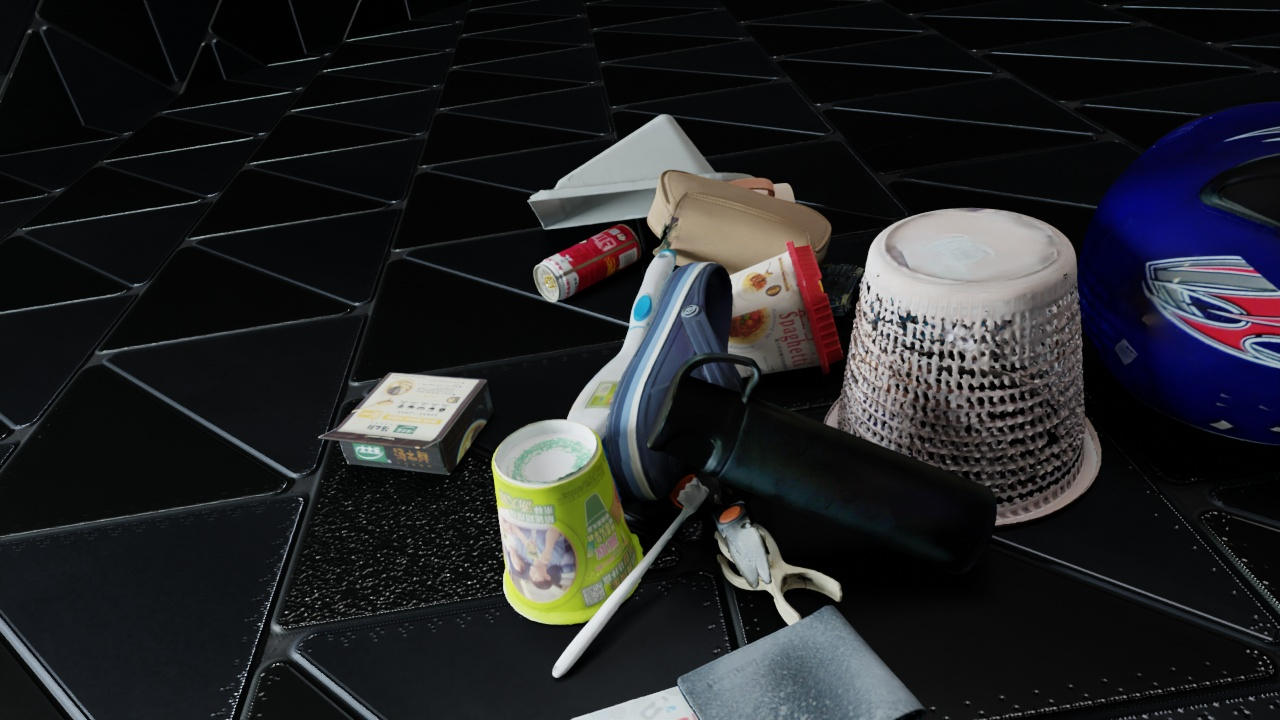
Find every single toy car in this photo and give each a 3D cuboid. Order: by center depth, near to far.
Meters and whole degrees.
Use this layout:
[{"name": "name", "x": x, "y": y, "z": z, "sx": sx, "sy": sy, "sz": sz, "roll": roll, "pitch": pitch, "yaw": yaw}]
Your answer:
[{"name": "toy car", "x": 0.214, "y": -0.076, "z": 1.014, "sx": 0.049, "sy": 0.031, "sz": 0.105, "roll": 8, "pitch": 34, "yaw": 25}]

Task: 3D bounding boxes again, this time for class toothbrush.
[{"name": "toothbrush", "x": -0.007, "y": 0.156, "z": 0.671, "sx": 0.179, "sy": 0.016, "sz": 0.016, "roll": -49, "pitch": 15, "yaw": -24}]

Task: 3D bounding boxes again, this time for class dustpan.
[{"name": "dustpan", "x": 0.010, "y": -0.207, "z": 1.192, "sx": 0.258, "sy": 0.142, "sz": 0.222, "roll": -36, "pitch": 0, "yaw": -1}]

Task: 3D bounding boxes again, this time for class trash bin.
[{"name": "trash bin", "x": 0.261, "y": -0.009, "z": 0.747, "sx": 0.227, "sy": 0.192, "sz": 0.227, "roll": -6, "pitch": 32, "yaw": 4}]

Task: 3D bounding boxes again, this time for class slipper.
[{"name": "slipper", "x": 0.048, "y": 0.017, "z": 0.786, "sx": 0.095, "sy": 0.105, "sz": 0.252, "roll": -2, "pitch": 47, "yaw": 26}]

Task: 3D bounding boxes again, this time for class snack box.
[{"name": "snack box", "x": 0.041, "y": 0.238, "z": 0.562, "sx": 0.156, "sy": 0.027, "sz": 0.084, "roll": -15, "pitch": 33, "yaw": -9}, {"name": "snack box", "x": -0.220, "y": 0.061, "z": 0.880, "sx": 0.113, "sy": 0.053, "sz": 0.125, "roll": 4, "pitch": 35, "yaw": 18}]

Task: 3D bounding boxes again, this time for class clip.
[{"name": "clip", "x": 0.095, "y": 0.157, "z": 0.672, "sx": 0.074, "sy": 0.035, "sz": 0.100, "roll": -28, "pitch": 39, "yaw": -29}]

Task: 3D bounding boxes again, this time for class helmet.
[{"name": "helmet", "x": 0.512, "y": -0.052, "z": 0.713, "sx": 0.316, "sy": 0.247, "sz": 0.239, "roll": 13, "pitch": 65, "yaw": 25}]

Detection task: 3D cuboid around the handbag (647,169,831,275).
[{"name": "handbag", "x": 0.107, "y": -0.138, "z": 1.026, "sx": 0.204, "sy": 0.100, "sz": 0.147, "roll": 16, "pitch": 29, "yaw": 1}]

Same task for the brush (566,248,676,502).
[{"name": "brush", "x": -0.005, "y": 0.005, "z": 0.868, "sx": 0.061, "sy": 0.109, "sz": 0.313, "roll": -2, "pitch": 29, "yaw": 22}]

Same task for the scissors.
[{"name": "scissors", "x": 0.057, "y": 0.124, "z": 0.681, "sx": 0.139, "sy": 0.022, "sz": 0.234, "roll": -27, "pitch": 14, "yaw": 24}]

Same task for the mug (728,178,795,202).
[{"name": "mug", "x": 0.134, "y": -0.183, "z": 1.131, "sx": 0.106, "sy": 0.115, "sz": 0.081, "roll": -7, "pitch": 61, "yaw": -2}]

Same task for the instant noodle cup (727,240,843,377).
[{"name": "instant noodle cup", "x": 0.127, "y": -0.042, "z": 0.918, "sx": 0.124, "sy": 0.116, "sz": 0.116, "roll": -17, "pitch": 31, "yaw": 10}]

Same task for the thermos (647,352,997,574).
[{"name": "thermos", "x": 0.131, "y": 0.070, "z": 0.650, "sx": 0.242, "sy": 0.090, "sz": 0.068, "roll": 22, "pitch": 25, "yaw": -5}]

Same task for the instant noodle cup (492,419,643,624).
[{"name": "instant noodle cup", "x": -0.060, "y": 0.114, "z": 0.690, "sx": 0.112, "sy": 0.123, "sz": 0.111, "roll": -6, "pitch": 32, "yaw": 4}]

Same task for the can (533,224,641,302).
[{"name": "can", "x": -0.065, "y": -0.120, "z": 1.131, "sx": 0.132, "sy": 0.053, "sz": 0.053, "roll": -31, "pitch": 38, "yaw": -31}]

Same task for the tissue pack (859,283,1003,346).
[{"name": "tissue pack", "x": 0.301, "y": -0.063, "z": 0.942, "sx": 0.140, "sy": 0.063, "sz": 0.089, "roll": -4, "pitch": 32, "yaw": 6}]

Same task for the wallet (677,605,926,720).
[{"name": "wallet", "x": 0.095, "y": 0.205, "z": 0.559, "sx": 0.120, "sy": 0.019, "sz": 0.097, "roll": -19, "pitch": 31, "yaw": -17}]
